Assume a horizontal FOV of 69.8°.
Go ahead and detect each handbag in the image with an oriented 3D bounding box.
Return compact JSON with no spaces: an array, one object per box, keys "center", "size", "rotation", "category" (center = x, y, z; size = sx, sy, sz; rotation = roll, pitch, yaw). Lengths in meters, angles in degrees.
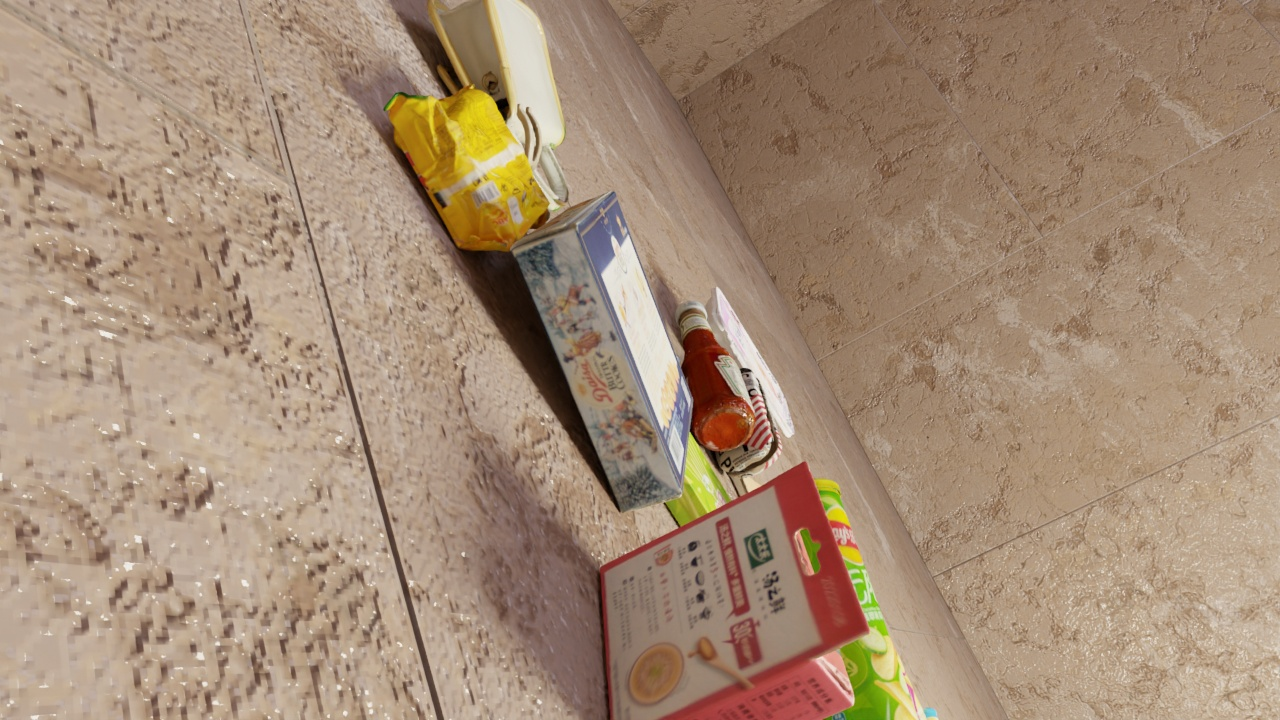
[{"center":[-0.109,-0.211,0.770],"size":[0.163,0.063,0.179],"rotation":[-40,115,-77],"category":"handbag"}]

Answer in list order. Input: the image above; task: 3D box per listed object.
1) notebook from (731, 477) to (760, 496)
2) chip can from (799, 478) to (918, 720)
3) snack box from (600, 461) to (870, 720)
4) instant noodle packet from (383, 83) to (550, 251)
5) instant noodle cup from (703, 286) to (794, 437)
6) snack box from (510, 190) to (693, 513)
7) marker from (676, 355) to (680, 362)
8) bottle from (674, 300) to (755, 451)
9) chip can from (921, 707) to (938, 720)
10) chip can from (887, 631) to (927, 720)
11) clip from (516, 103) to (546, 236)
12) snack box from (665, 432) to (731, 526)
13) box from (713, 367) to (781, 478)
[{"center":[0.159,0.200,0.957],"size":[0.211,0.012,0.149],"rotation":[36,28,-60],"category":"notebook"},{"center":[0.146,0.198,0.678],"size":[0.072,0.073,0.221],"rotation":[41,29,-54],"category":"chip can"},{"center":[0.046,0.124,0.441],"size":[0.044,0.127,0.113],"rotation":[52,16,-30],"category":"snack box"},{"center":[-0.107,-0.123,0.589],"size":[0.111,0.044,0.128],"rotation":[59,15,-12],"category":"instant noodle packet"},{"center":[0.110,0.011,1.076],"size":[0.173,0.060,0.137],"rotation":[55,14,-15],"category":"instant noodle cup"},{"center":[-0.016,-0.016,0.629],"size":[0.177,0.046,0.182],"rotation":[-70,140,-73],"category":"snack box"},{"center":[0.017,0.007,0.830],"size":[0.017,0.017,0.145],"rotation":[60,13,2],"category":"marker"},{"center":[0.066,0.006,0.921],"size":[0.060,0.060,0.205],"rotation":[51,15,-33],"category":"bottle"},{"center":[0.262,0.406,0.766],"size":[0.071,0.071,0.210],"rotation":[46,19,-47],"category":"chip can"},{"center":[0.174,0.228,0.781],"size":[0.210,0.071,0.071],"rotation":[67,14,10],"category":"chip can"},{"center":[-0.104,-0.138,0.678],"size":[0.035,0.094,0.102],"rotation":[-59,156,-76],"category":"clip"},{"center":[0.057,0.127,0.703],"size":[0.156,0.026,0.085],"rotation":[59,14,-8],"category":"snack box"},{"center":[0.098,0.057,0.922],"size":[0.164,0.072,0.060],"rotation":[-99,173,-64],"category":"box"}]
